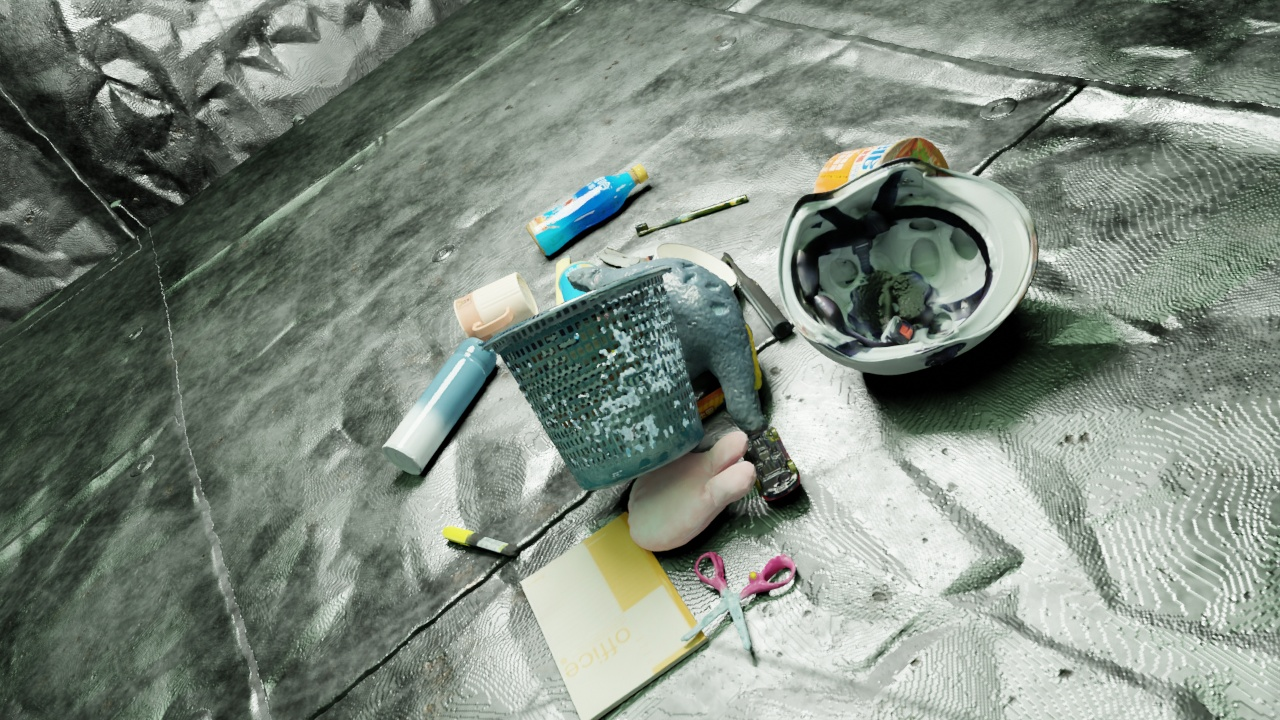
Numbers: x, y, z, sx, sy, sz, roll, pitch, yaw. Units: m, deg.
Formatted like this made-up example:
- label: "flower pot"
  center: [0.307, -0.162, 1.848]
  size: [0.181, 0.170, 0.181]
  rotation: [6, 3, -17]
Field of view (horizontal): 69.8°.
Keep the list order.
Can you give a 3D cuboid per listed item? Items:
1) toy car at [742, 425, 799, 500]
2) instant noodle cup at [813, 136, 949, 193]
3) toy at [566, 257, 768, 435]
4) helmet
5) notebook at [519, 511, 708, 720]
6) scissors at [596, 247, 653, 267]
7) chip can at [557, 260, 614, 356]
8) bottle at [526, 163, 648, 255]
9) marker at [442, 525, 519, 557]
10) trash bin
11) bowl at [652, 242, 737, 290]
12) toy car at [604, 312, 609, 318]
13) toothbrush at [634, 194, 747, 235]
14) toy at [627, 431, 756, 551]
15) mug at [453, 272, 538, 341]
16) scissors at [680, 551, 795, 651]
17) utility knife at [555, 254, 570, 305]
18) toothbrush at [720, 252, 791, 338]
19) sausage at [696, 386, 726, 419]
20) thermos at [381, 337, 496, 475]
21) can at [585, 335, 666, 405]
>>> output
- label: "toy car"
  center: [0.139, 0.112, 0.981]
  size: [0.049, 0.031, 0.106]
  rotation: [-30, 29, 6]
- label: "instant noodle cup"
  center: [0.294, -0.199, 1.137]
  size: [0.151, 0.151, 0.111]
  rotation: [-46, 31, -18]
- label: "toy"
  center: [0.044, -0.054, 1.117]
  size: [0.356, 0.091, 0.138]
  rotation: [37, 98, 32]
- label: "helmet"
  center: [0.284, -0.084, 0.995]
  size: [0.259, 0.146, 0.228]
  rotation: [-14, 67, 11]
- label: "notebook"
  center: [-0.035, 0.260, 0.956]
  size: [0.146, 0.010, 0.206]
  rotation: [-34, 37, -4]
- label: "scissors"
  center: [0.013, -0.151, 1.382]
  size: [0.194, 0.015, 0.206]
  rotation: [-23, 38, 14]
- label: "chip can"
  center: [-0.067, -0.060, 1.288]
  size: [0.071, 0.071, 0.210]
  rotation: [-28, 37, 5]
- label: "bottle"
  center: [-0.084, -0.256, 1.528]
  size: [0.218, 0.065, 0.065]
  rotation: [-33, 37, -2]
- label: "marker"
  center: [-0.194, 0.220, 1.112]
  size: [0.124, 0.015, 0.018]
  rotation: [6, 52, 36]
- label: "trash bin"
  center: [-0.033, 0.027, 1.009]
  size: [0.226, 0.195, 0.226]
  rotation: [-23, 1, 0]
- label: "bowl"
  center: [0.065, -0.101, 1.230]
  size: [0.116, 0.116, 0.066]
  rotation: [-114, 40, -53]
- label: "toy car"
  center: [0.000, -0.068, 1.239]
  size: [0.122, 0.037, 0.056]
  rotation: [5, 35, -22]
- label: "toothbrush"
  center: [0.076, -0.227, 1.419]
  size: [0.186, 0.017, 0.012]
  rotation: [-15, 33, 21]
- label: "toy"
  center: [0.054, 0.140, 0.986]
  size: [0.160, 0.054, 0.121]
  rotation: [-30, 35, 20]
- label: "mug"
  center: [-0.219, -0.072, 1.393]
  size: [0.106, 0.082, 0.114]
  rotation: [-25, 22, 6]
- label: "scissors"
  center: [0.088, 0.228, 0.898]
  size: [0.133, 0.017, 0.136]
  rotation: [-36, 36, -12]
- label: "utility knife"
  center: [-0.120, -0.125, 1.444]
  size: [0.031, 0.018, 0.162]
  rotation: [-20, 40, 9]
- label: "toothbrush"
  center: [0.146, -0.093, 1.214]
  size: [0.027, 0.026, 0.212]
  rotation: [-62, 29, 23]
- label: "sausage"
  center: [0.047, 0.075, 1.097]
  size: [0.165, 0.021, 0.021]
  rotation: [-33, 37, 0]
- label: "thermos"
  center: [-0.281, 0.060, 1.313]
  size: [0.070, 0.070, 0.219]
  rotation: [3, 48, 37]
- label: "can"
  center: [-0.007, 0.007, 1.182]
  size: [0.147, 0.058, 0.058]
  rotation: [-30, 37, 2]
